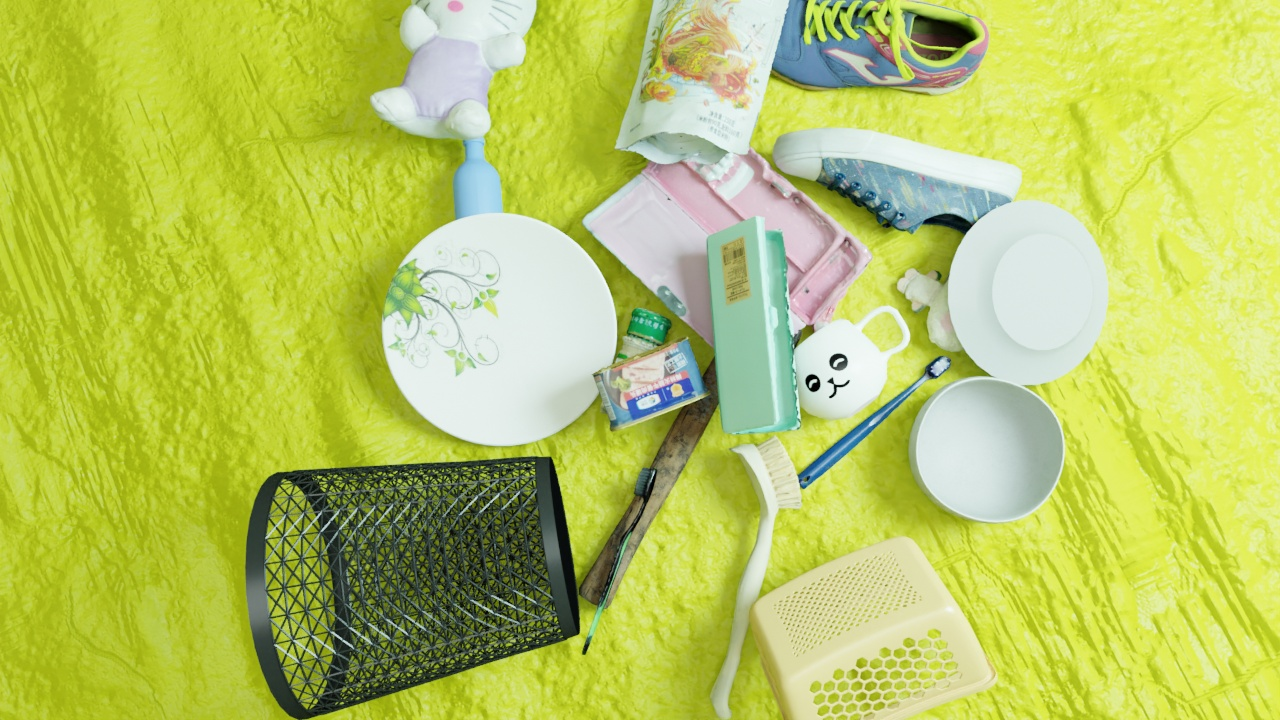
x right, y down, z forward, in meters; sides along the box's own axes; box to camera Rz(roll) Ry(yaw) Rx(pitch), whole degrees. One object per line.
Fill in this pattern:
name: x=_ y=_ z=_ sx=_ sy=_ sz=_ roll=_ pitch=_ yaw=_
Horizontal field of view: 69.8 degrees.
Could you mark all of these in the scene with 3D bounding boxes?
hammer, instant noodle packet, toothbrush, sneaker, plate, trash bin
hammer: x=0.026 y=0.087 z=0.898 sx=0.120 sy=0.033 sz=0.330 roll=29 pitch=88 yaw=12
instant noodle packet: x=0.066 y=-0.317 z=0.887 sx=0.147 sy=0.057 sz=0.268 roll=7 pitch=72 yaw=21
toothbrush: x=0.225 y=0.059 z=0.886 sx=0.190 sy=0.017 sz=0.016 roll=-40 pitch=82 yaw=0
sneaker: x=0.240 y=-0.165 z=0.877 sx=0.235 sy=0.087 sz=0.079 roll=12 pitch=91 yaw=3
plate: x=-0.138 y=-0.030 z=0.912 sx=0.229 sy=0.030 sz=0.229 roll=0 pitch=99 yaw=-1
sneaker: x=0.213 y=-0.325 z=0.889 sx=0.242 sy=0.091 sz=0.116 roll=10 pitch=88 yaw=7
trash bin: x=-0.188 y=0.186 z=0.826 sx=0.243 sy=0.217 sz=0.217 roll=-10 pitch=83 yaw=-2
toothbrush: x=-0.023 y=0.189 z=0.871 sx=0.017 sy=0.014 sz=0.188 roll=20 pitch=86 yaw=25
plate: x=0.369 y=-0.064 z=0.853 sx=0.172 sy=0.019 sz=0.173 roll=0 pitch=92 yaw=-14

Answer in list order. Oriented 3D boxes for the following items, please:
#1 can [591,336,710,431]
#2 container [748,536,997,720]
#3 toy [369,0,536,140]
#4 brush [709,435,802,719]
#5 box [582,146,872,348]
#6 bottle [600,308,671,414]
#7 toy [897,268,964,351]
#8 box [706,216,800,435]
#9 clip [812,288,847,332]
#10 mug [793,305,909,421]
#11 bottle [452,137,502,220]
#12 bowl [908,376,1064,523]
can: x=0.008 y=0.022 z=0.855 sx=0.099 sy=0.054 sz=0.059 roll=-22 pitch=92 yaw=-5
container: x=0.203 y=0.266 z=0.822 sx=0.183 sy=0.129 sz=0.167 roll=-26 pitch=124 yaw=2
toy: x=-0.176 y=-0.312 z=0.915 sx=0.138 sy=0.085 sz=0.209 roll=10 pitch=71 yaw=9
brush: x=0.102 y=0.205 z=0.869 sx=0.077 sy=0.062 sz=0.272 roll=9 pitch=89 yaw=11
box: x=0.083 y=-0.115 z=0.890 sx=0.180 sy=0.055 sz=0.233 roll=-44 pitch=77 yaw=-1
bottle: x=-0.005 y=0.005 z=0.901 sx=0.043 sy=0.042 sz=0.110 roll=19 pitch=88 yaw=7
toy: x=0.304 y=-0.052 z=0.876 sx=0.112 sy=0.050 sz=0.087 roll=29 pitch=87 yaw=-5
box: x=0.096 y=-0.030 z=0.809 sx=0.077 sy=0.079 sz=0.188 roll=-4 pitch=81 yaw=10
clip: x=0.184 y=-0.052 z=0.902 sx=0.022 sy=0.035 sz=0.057 roll=23 pitch=92 yaw=4
mug: x=0.197 y=0.002 z=0.853 sx=0.124 sy=0.090 sz=0.076 roll=-41 pitch=74 yaw=18
bottle: x=-0.165 y=-0.170 z=0.931 sx=0.048 sy=0.048 sz=0.131 roll=-6 pitch=84 yaw=5
bowl: x=0.315 y=0.083 z=0.851 sx=0.132 sy=0.064 sz=0.131 roll=-1 pitch=84 yaw=5
